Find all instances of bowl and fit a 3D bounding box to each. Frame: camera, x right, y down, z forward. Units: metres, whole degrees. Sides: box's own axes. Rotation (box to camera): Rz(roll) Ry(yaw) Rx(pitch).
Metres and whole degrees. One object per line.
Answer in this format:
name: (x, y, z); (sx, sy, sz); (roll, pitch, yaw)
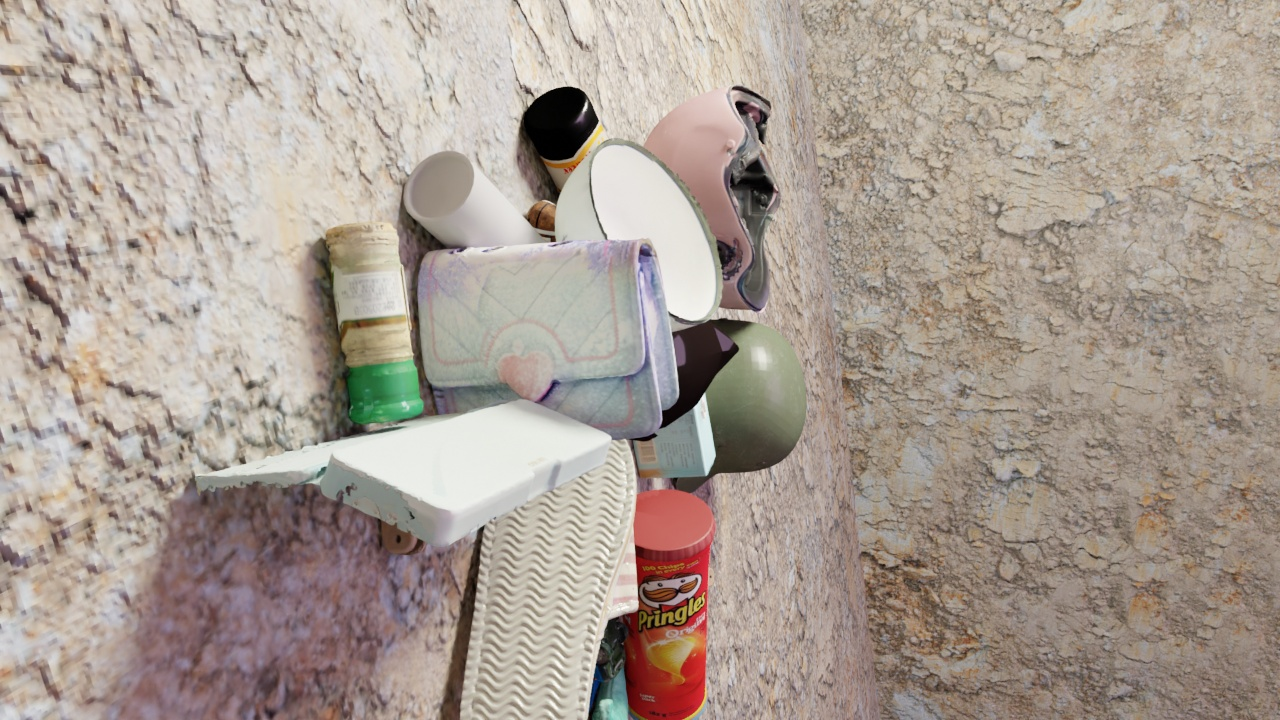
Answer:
bowl: (-0.010, -0.085, 0.700); (0.153, 0.073, 0.153); (33, 43, -39)

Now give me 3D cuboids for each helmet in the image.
helmet: (0.077, -0.173, 1.037); (0.229, 0.153, 0.256); (-72, 152, -54)
helmet: (0.121, 0.043, 1.109); (0.268, 0.154, 0.226); (45, 44, -62)

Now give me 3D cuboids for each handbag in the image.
handbag: (-0.062, -0.012, 0.588); (0.069, 0.159, 0.126); (-48, 132, -61)

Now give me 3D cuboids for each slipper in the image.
slipper: (-0.059, 0.164, 0.642); (0.052, 0.115, 0.262); (92, 7, -55)

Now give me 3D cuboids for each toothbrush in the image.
toothbrush: (-0.055, 0.314, 0.755); (0.021, 0.017, 0.134); (62, 32, -41)

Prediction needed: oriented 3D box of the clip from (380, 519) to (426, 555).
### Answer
clip: (-0.141, 0.084, 0.543); (0.060, 0.026, 0.049); (-76, 152, -46)

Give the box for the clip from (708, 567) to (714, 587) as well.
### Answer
clip: (0.064, 0.256, 1.076); (0.049, 0.061, 0.026); (128, -39, -78)

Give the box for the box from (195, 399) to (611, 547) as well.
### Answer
box: (-0.107, 0.046, 0.477); (0.196, 0.136, 0.044); (-11, 108, -71)

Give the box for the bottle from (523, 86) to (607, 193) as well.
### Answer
bottle: (-0.043, -0.158, 0.829); (0.182, 0.059, 0.059); (61, 30, -50)

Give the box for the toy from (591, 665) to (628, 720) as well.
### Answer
toy: (-0.027, 0.305, 0.790); (0.105, 0.033, 0.085); (-79, 171, -75)

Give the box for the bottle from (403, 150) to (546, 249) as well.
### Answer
bottle: (-0.096, -0.078, 0.667); (0.195, 0.052, 0.052); (46, 43, -62)

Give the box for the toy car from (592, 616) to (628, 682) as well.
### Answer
toy car: (-0.043, 0.207, 0.764); (0.056, 0.044, 0.120); (-24, 105, -70)

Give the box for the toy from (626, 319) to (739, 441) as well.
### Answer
toy: (-0.004, 0.005, 0.774); (0.183, 0.140, 0.159); (-31, 119, -67)

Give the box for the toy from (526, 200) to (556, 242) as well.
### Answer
toy: (-0.034, -0.117, 0.782); (0.112, 0.067, 0.087); (-41, 128, -36)

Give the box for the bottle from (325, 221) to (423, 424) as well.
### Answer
bottle: (-0.150, -0.021, 0.515); (0.043, 0.043, 0.111); (-18, 101, -70)

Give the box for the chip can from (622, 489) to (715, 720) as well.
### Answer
chip can: (0.022, 0.227, 0.826); (0.086, 0.087, 0.214); (-61, 154, -58)

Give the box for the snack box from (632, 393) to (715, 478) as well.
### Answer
snack box: (0.026, 0.037, 0.960); (0.053, 0.075, 0.175); (-49, 131, -63)
